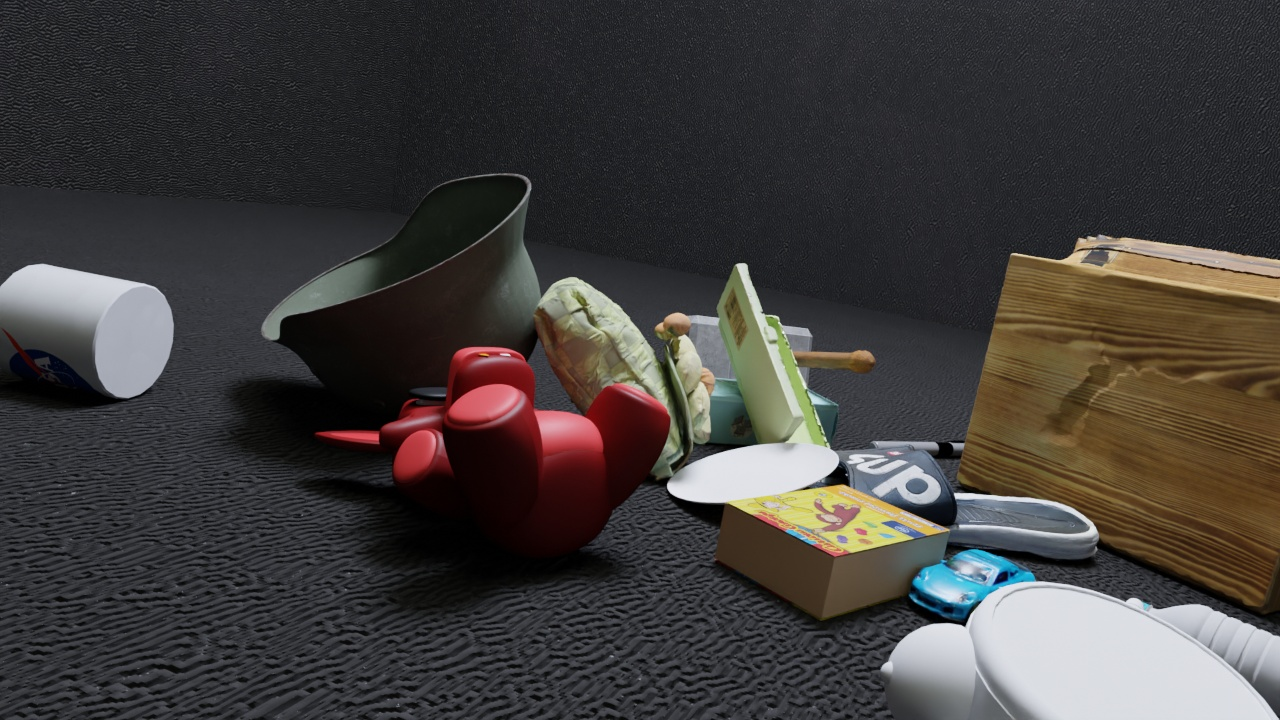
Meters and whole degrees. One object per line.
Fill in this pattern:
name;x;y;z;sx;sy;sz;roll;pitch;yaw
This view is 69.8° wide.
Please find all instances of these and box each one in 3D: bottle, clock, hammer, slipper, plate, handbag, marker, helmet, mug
bottle;0.340;0.171;0.503;0.044;0.044;0.136;-1;17;-46
clock;0.188;0.159;0.384;0.160;0.073;0.125;1;26;-25
hammer;0.159;-0.002;1.008;0.162;0.083;0.318;6;-1;-21
slipper;0.236;0.105;0.734;0.264;0.063;0.111;10;11;-3
plate;0.088;0.091;0.719;0.134;0.011;0.134;-11;10;2
handbag;-0.005;0.005;0.765;0.117;0.186;0.113;-32;14;1
marker;0.297;0.094;0.972;0.140;0.016;0.016;4;12;-30
helmet;-0.188;-0.035;0.782;0.268;0.154;0.226;-6;32;27
mug;-0.435;-0.017;0.733;0.090;0.091;0.121;11;-22;7

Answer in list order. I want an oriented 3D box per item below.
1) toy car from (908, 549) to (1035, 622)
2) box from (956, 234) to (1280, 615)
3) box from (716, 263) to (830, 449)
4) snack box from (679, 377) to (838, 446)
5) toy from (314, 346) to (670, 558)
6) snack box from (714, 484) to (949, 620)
toy car;0.217;0.143;0.592;0.105;0.032;0.048;-1;15;-40
box;0.528;0.017;0.831;0.335;0.287;0.279;0;14;-33
box;0.133;0.008;0.861;0.082;0.098;0.187;3;51;-21
snack box;0.104;0.052;0.923;0.174;0.053;0.075;4;12;-20
toy;-0.095;0.052;0.591;0.158;0.120;0.197;-4;8;-42
snack box;0.126;0.121;0.601;0.125;0.040;0.088;0;14;-42
